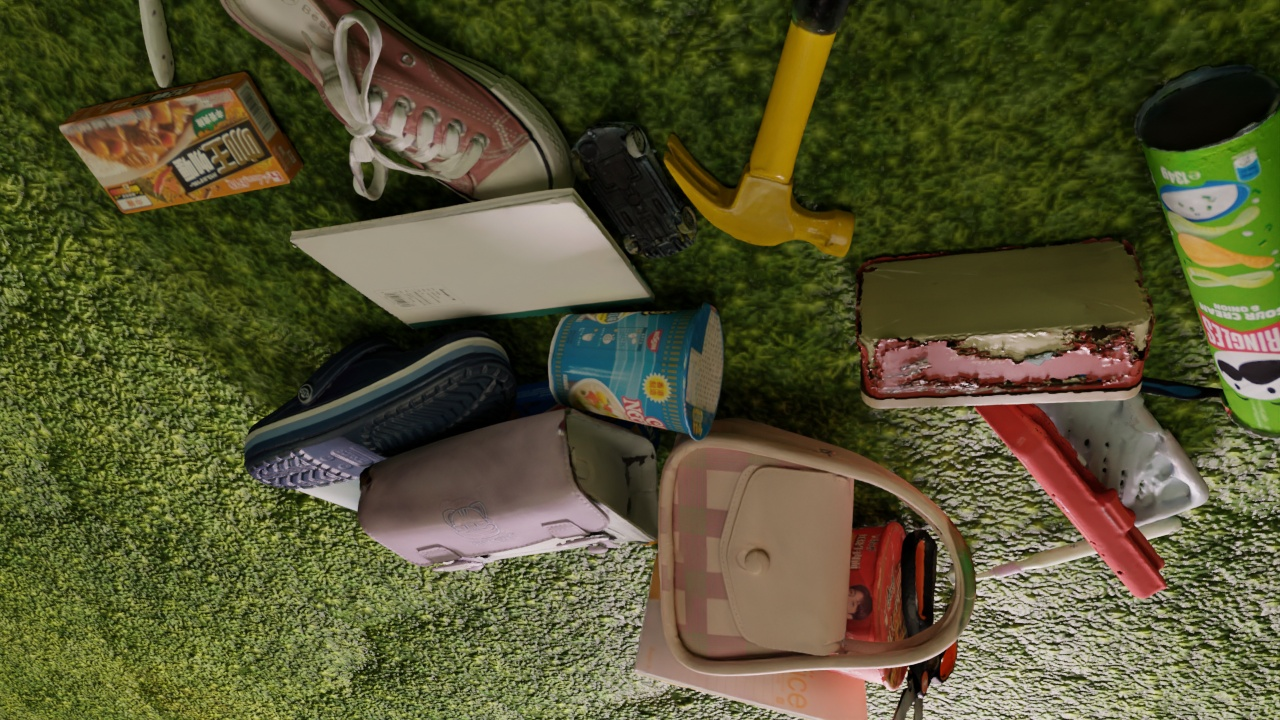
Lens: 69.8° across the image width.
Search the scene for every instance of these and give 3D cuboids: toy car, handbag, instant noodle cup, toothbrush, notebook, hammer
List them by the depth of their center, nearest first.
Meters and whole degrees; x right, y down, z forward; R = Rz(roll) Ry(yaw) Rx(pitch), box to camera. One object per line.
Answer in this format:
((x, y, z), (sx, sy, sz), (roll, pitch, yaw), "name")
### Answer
((0.094, -0.186, 0.498), (0.129, 0.032, 0.302), (13, 135, 0), "hammer")
((-0.306, -0.249, 0.550), (0.017, 0.016, 0.188), (20, 135, 6), "toothbrush")
((-0.003, -0.111, 0.594), (0.049, 0.031, 0.105), (-18, 128, 27), "toy car")
((0.347, 0.020, 0.614), (0.189, 0.014, 0.016), (7, 148, -13), "toothbrush")
((-0.111, -0.063, 0.641), (0.209, 0.012, 0.150), (-5, 157, 20), "notebook")
((-0.004, 0.004, 0.670), (0.110, 0.099, 0.099), (5, 134, 21), "instant noodle cup")
((0.130, 0.149, 0.689), (0.234, 0.093, 0.193), (5, 102, 26), "handbag")
((-0.100, 0.107, 0.716), (0.197, 0.098, 0.145), (-15, 152, 25), "handbag")
((0.353, 0.161, 0.774), (0.190, 0.020, 0.029), (-24, 153, 31), "toothbrush")
((0.167, 0.205, 0.789), (0.109, 0.137, 0.138), (-2, 133, 27), "instant noodle cup")
((0.104, 0.253, 0.839), (0.206, 0.145, 0.010), (15, 124, 1), "notebook")

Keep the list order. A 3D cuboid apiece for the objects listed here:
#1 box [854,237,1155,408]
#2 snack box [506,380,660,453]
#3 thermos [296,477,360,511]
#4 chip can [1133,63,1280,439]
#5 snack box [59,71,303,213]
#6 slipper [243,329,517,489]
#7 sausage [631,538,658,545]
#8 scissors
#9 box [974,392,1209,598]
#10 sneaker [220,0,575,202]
((0.222, -0.027, 0.576), (0.168, 0.091, 0.078), (-4, 135, 17), "box")
((-0.071, 0.056, 0.775), (0.157, 0.026, 0.084), (-11, 129, 23), "snack box")
((-0.214, 0.122, 0.849), (0.220, 0.070, 0.070), (20, 135, -5), "thermos")
((0.354, -0.054, 0.530), (0.072, 0.072, 0.236), (-20, 125, 29), "chip can")
((-0.321, -0.150, 0.642), (0.154, 0.026, 0.075), (-5, 132, 19), "snack box")
((-0.210, 0.033, 0.746), (0.253, 0.095, 0.105), (-22, 152, 19), "slipper")
((-0.055, 0.140, 0.855), (0.165, 0.021, 0.022), (22, 134, -7), "sausage")
((0.244, 0.255, 0.786), (0.022, 0.232, 0.221), (-2, 94, 31), "scissors")
((0.335, 0.069, 0.658), (0.100, 0.095, 0.201), (-41, 114, 13), "box")
((-0.148, -0.154, 0.550), (0.241, 0.087, 0.119), (36, 131, -20), "sneaker")
